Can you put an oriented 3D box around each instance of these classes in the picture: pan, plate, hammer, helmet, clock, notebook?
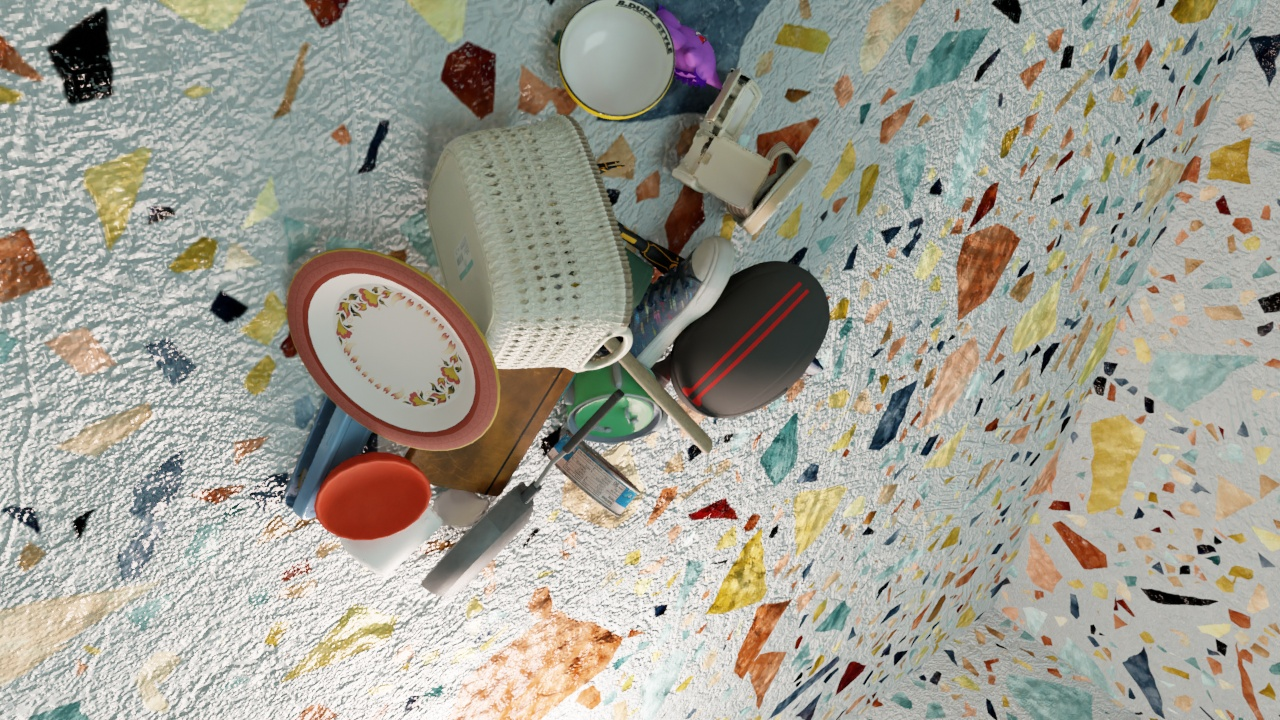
[{"bbox_3d":[-0.138,0.168,1.133,0.358,0.041,0.178,-47,176,14],"label":"pan"},{"bbox_3d":[-0.234,-0.009,0.877,0.021,0.230,0.230,-58,157,-48],"label":"plate"},{"bbox_3d":[0.008,-0.144,1.146,0.123,0.036,0.320,-52,142,10],"label":"hammer"},{"bbox_3d":[0.131,-0.017,1.190,0.265,0.164,0.169,-46,177,24],"label":"helmet"},{"bbox_3d":[-0.027,0.067,1.207,0.122,0.075,0.161,-20,144,18],"label":"clock"},{"bbox_3d":[-0.158,0.047,1.083,0.178,0.014,0.249,22,103,-51],"label":"notebook"},{"bbox_3d":[-0.007,0.007,1.121,0.031,0.119,0.331,-30,121,26],"label":"hammer"}]

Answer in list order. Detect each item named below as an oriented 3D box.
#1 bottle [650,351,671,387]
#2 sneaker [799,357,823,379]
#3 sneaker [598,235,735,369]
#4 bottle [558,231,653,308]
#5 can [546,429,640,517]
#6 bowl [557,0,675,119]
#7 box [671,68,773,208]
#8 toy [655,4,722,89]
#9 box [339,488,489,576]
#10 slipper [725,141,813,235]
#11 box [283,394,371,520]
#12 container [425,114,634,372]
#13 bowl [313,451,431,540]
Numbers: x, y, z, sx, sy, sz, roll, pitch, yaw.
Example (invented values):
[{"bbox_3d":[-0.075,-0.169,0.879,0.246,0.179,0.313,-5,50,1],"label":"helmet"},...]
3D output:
[{"bbox_3d":[0.015,0.034,1.295,0.110,0.036,0.036,-52,143,0],"label":"bottle"},{"bbox_3d":[0.173,0.002,1.404,0.133,0.103,0.269,-48,145,19],"label":"sneaker"},{"bbox_3d":[0.026,-0.077,1.154,0.079,0.087,0.236,21,131,-27],"label":"sneaker"},{"bbox_3d":[-0.049,-0.112,1.047,0.131,0.061,0.061,30,85,-50],"label":"bottle"},{"bbox_3d":[-0.063,0.151,1.233,0.044,0.130,0.130,-50,143,-3],"label":"can"},{"bbox_3d":[-0.027,-0.303,0.938,0.117,0.067,0.117,-1,96,-7],"label":"bowl"},{"bbox_3d":[0.107,-0.254,1.066,0.095,0.185,0.145,28,104,-9],"label":"box"},{"bbox_3d":[0.049,-0.330,0.996,0.056,0.088,0.106,-50,143,8],"label":"toy"},{"bbox_3d":[-0.268,0.189,1.100,0.162,0.084,0.112,-43,134,-13],"label":"box"},{"bbox_3d":[0.150,-0.212,1.125,0.115,0.052,0.263,-51,-175,4],"label":"slipper"},{"bbox_3d":[-0.326,0.074,0.995,0.210,0.049,0.066,-61,161,15],"label":"box"},{"bbox_3d":[-0.110,-0.108,0.889,0.142,0.246,0.185,-9,160,-29],"label":"container"},{"bbox_3d":[-0.292,0.141,0.999,0.122,0.035,0.122,-13,132,-15],"label":"bowl"}]
